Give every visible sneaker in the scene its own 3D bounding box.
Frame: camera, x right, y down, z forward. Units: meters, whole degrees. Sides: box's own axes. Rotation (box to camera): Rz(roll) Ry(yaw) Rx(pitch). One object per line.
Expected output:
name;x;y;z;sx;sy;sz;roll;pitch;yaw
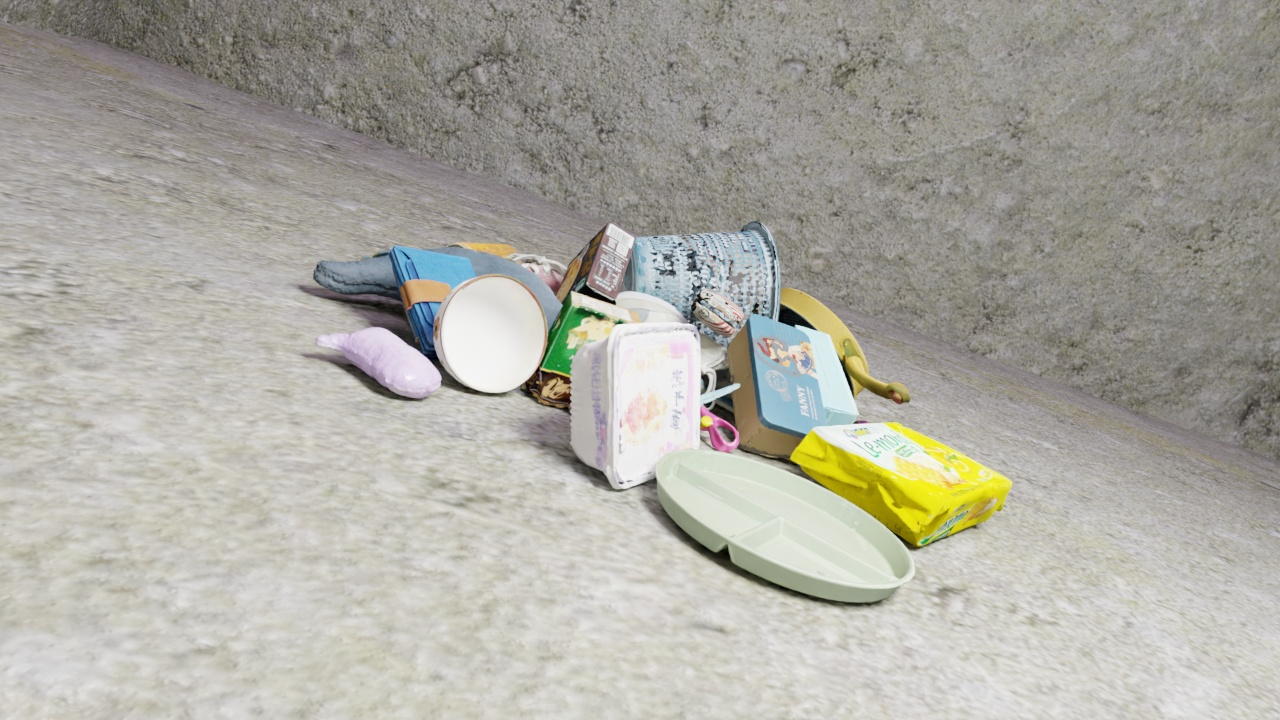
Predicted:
sneaker;0.057;0.002;1.121;0.242;0.090;0.090;30;20;0
sneaker;-0.149;-0.101;1.239;0.240;0.088;0.118;13;15;-30

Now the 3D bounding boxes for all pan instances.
pan;0.262;0.002;1.239;0.198;0.078;0.358;55;-16;-20

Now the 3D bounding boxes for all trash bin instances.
trash bin;0.066;-0.091;1.305;0.195;0.227;0.226;3;17;-14

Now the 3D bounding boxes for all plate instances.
plate;0.118;0.137;0.778;0.230;0.027;0.230;19;13;-5

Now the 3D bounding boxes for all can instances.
can;-0.236;-0.144;1.358;0.058;0.058;0.145;24;14;18

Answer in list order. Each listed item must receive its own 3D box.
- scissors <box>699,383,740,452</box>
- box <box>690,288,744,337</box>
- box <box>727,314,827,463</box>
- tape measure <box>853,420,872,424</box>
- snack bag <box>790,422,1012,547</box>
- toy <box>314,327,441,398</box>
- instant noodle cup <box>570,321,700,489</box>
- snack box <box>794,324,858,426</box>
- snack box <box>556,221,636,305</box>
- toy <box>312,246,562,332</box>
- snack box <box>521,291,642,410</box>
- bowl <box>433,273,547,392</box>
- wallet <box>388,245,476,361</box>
scissors;0.054;0.049;0.987;0.133;0.017;0.133;-16;55;-20
box;0.098;-0.064;1.133;0.072;0.060;0.164;54;4;-1
box;0.152;0.036;1.033;0.089;0.062;0.184;16;42;-20
tape measure;0.285;0.103;1.146;0.057;0.039;0.057;18;18;-10
snack bag;0.279;0.127;0.966;0.158;0.068;0.246;30;16;35
toy;-0.225;0.000;0.813;0.108;0.039;0.083;32;21;25
instant noodle cup;-0.006;0.034;0.824;0.060;0.138;0.173;2;4;26
snack box;0.209;0.036;1.113;0.051;0.074;0.174;15;33;-12
snack box;-0.060;-0.089;1.130;0.053;0.114;0.125;30;55;-17
toy;-0.186;-0.072;1.065;0.356;0.092;0.137;16;26;-8
snack box;-0.050;-0.008;0.955;0.118;0.106;0.117;19;12;-10
bowl;-0.153;-0.027;0.895;0.113;0.113;0.062;10;-3;-35
wallet;-0.203;-0.059;0.962;0.106;0.040;0.133;5;50;-47
